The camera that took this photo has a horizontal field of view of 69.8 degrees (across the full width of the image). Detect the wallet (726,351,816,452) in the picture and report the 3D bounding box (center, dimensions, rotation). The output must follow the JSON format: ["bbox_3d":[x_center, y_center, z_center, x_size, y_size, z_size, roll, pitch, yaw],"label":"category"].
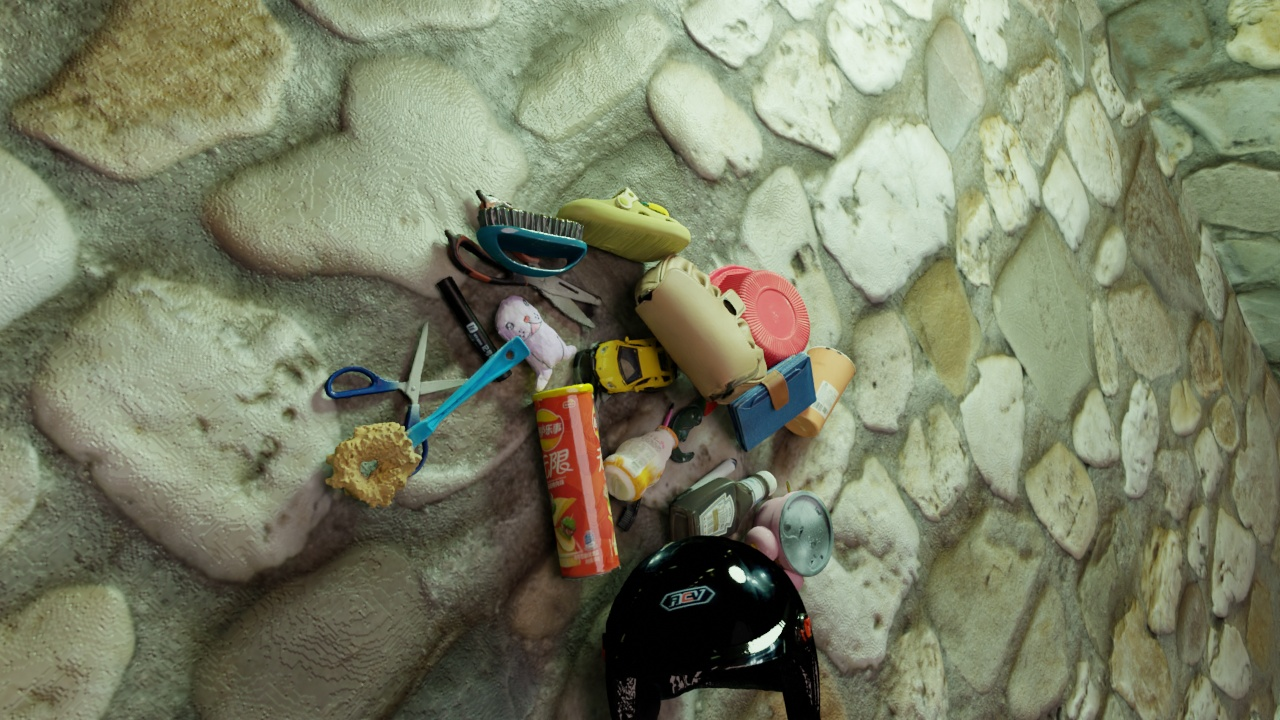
[{"bbox_3d":[0.184,0.056,1.260,0.133,0.040,0.106,-35,136,-15],"label":"wallet"}]

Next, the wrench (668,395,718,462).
[{"bbox_3d":[0.113,0.041,1.271,0.272,0.016,0.056,-47,110,-37],"label":"wrench"}]

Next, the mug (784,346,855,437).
[{"bbox_3d":[0.260,0.049,1.358,0.078,0.078,0.122,45,59,-24],"label":"mug"}]

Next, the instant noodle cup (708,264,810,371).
[{"bbox_3d":[0.171,-0.055,1.294,0.193,0.066,0.193,13,67,-32],"label":"instant noodle cup"}]

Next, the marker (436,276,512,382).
[{"bbox_3d":[-0.186,-0.035,1.032,0.132,0.020,0.022,59,21,-12],"label":"marker"}]

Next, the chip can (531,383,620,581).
[{"bbox_3d":[-0.075,0.138,1.053,0.073,0.073,0.216,-5,85,-41],"label":"chip can"}]

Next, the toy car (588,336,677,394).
[{"bbox_3d":[-0.007,0.007,1.146,0.155,0.041,0.071,-3,82,-54],"label":"toy car"}]

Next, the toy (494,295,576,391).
[{"bbox_3d":[-0.129,-0.026,1.064,0.108,0.039,0.083,52,46,-20],"label":"toy"}]

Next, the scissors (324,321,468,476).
[{"bbox_3d":[-0.246,0.040,0.967,0.172,0.012,0.162,-6,84,-41],"label":"scissors"}]

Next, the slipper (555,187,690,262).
[{"bbox_3d":[-0.019,-0.182,1.163,0.190,0.092,0.081,10,72,-35],"label":"slipper"}]

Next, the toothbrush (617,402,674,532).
[{"bbox_3d":[0.009,0.131,1.165,0.018,0.014,0.188,32,60,-17],"label":"toothbrush"}]

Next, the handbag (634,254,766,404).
[{"bbox_3d":[0.080,-0.041,1.169,0.204,0.100,0.147,51,24,-3],"label":"handbag"}]

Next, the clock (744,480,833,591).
[{"bbox_3d":[0.201,0.254,1.270,0.117,0.060,0.158,55,50,-18],"label":"clock"}]

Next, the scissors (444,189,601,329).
[{"bbox_3d":[-0.134,-0.115,1.096,0.195,0.015,0.215,-22,94,-41],"label":"scissors"}]

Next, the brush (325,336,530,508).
[{"bbox_3d":[-0.212,0.057,0.947,0.254,0.046,0.083,-42,105,-29],"label":"brush"}]

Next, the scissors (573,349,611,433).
[{"bbox_3d":[-0.066,0.070,1.116,0.137,0.014,0.174,50,55,-22],"label":"scissors"}]

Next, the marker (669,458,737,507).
[{"bbox_3d":[0.086,0.163,1.217,0.018,0.023,0.130,41,47,21],"label":"marker"}]

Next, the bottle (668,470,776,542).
[{"bbox_3d":[0.113,0.192,1.212,0.194,0.044,0.080,-19,113,-46],"label":"bottle"}]

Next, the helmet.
[{"bbox_3d":[0.074,0.308,1.025,0.275,0.233,0.229,66,16,-61],"label":"helmet"}]

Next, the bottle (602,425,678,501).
[{"bbox_3d":[0.002,0.123,1.125,0.108,0.063,0.063,-40,106,-38],"label":"bottle"}]

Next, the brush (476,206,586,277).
[{"bbox_3d":[-0.124,-0.133,1.061,0.143,0.055,0.073,7,75,-40],"label":"brush"}]
